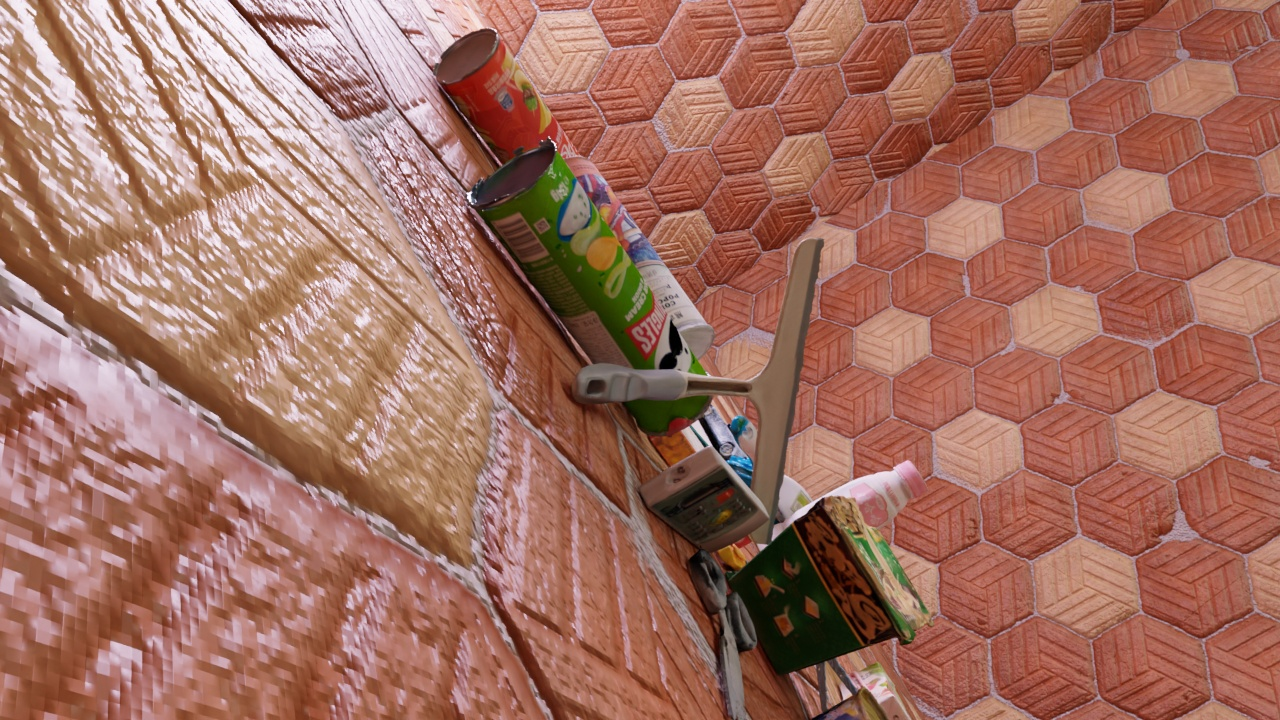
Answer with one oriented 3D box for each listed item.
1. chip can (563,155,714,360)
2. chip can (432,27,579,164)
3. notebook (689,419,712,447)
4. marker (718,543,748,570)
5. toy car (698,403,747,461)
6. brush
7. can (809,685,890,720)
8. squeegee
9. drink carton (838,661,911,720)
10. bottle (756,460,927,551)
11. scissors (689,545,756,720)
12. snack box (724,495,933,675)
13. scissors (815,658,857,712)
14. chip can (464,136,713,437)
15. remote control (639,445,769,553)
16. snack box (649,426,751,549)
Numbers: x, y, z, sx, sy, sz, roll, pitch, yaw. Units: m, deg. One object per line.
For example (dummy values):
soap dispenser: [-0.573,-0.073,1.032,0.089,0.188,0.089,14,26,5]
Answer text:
chip can: [-0.020,-0.086,0.818,0.214,0.071,0.071,57,5,25]
chip can: [-0.106,-0.209,0.877,0.216,0.073,0.073,52,8,-44]
notebook: [0.032,0.030,1.089,0.150,0.012,0.209,61,6,31]
marker: [0.086,0.172,0.776,0.018,0.015,0.124,66,7,27]
toy car: [0.105,0.101,1.176,0.120,0.036,0.054,58,-10,38]
brush: [0.137,0.130,1.049,0.109,0.060,0.314,19,-20,43]
can: [0.153,0.272,0.634,0.074,0.049,0.148,60,6,21]
squeegee: [0.031,0.019,0.644,0.039,0.246,0.246,13,7,41]
drink carton: [0.236,0.348,0.931,0.045,0.053,0.122,58,5,5]
bottle: [0.228,0.179,1.038,0.068,0.197,0.068,56,6,-9]
scissors: [0.057,0.171,0.536,0.141,0.014,0.173,52,8,-42]
snack box: [0.140,0.178,0.695,0.118,0.106,0.117,20,38,-61]
scissors: [0.148,0.224,0.762,0.017,0.124,0.133,-2,35,-30]
chip can: [-0.029,-0.044,0.661,0.236,0.072,0.072,54,7,-34]
remote control: [0.047,0.099,0.625,0.019,0.056,0.135,63,7,32]
snack box: [0.049,0.093,0.814,0.156,0.027,0.077,55,6,-31]
